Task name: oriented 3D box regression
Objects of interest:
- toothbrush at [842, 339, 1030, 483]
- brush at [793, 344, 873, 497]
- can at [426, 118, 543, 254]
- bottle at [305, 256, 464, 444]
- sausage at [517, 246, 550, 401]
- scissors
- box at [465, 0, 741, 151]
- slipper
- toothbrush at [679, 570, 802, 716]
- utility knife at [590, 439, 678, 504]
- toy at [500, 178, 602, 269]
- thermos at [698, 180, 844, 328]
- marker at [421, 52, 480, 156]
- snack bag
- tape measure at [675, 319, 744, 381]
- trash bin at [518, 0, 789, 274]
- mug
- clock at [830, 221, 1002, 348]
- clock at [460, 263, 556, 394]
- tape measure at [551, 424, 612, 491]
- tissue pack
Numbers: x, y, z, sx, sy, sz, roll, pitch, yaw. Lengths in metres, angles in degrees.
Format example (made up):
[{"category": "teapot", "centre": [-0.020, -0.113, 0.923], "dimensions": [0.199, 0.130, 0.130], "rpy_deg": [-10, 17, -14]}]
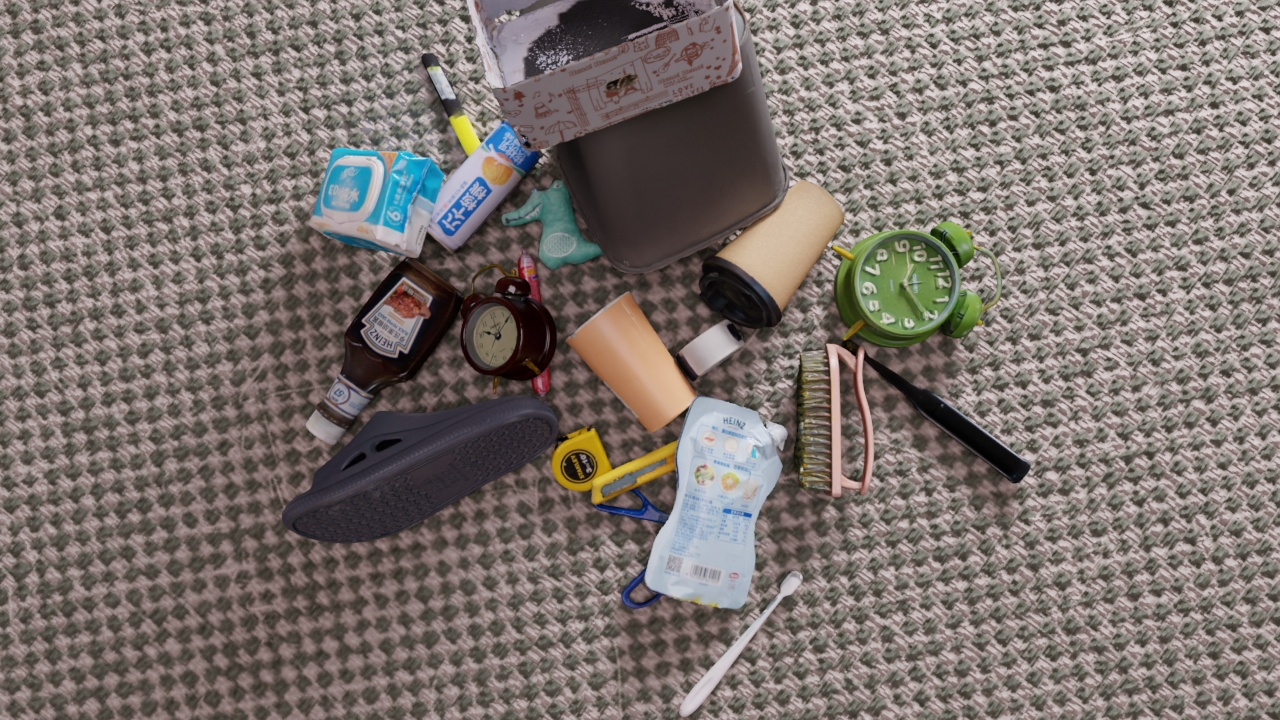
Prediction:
[{"category": "toothbrush", "centre": [0.285, 0.045, 0.894], "dimensions": [0.212, 0.027, 0.026], "rpy_deg": [37, 96, 5]}, {"category": "brush", "centre": [0.185, 0.057, 0.879], "dimensions": [0.073, 0.063, 0.145], "rpy_deg": [1, 85, 5]}, {"category": "can", "centre": [-0.159, -0.170, 0.904], "dimensions": [0.053, 0.053, 0.134], "rpy_deg": [41, 88, 3]}, {"category": "bottle", "centre": [-0.257, -0.006, 0.901], "dimensions": [0.080, 0.044, 0.195], "rpy_deg": [36, 89, 7]}, {"category": "sausage", "centre": [-0.105, -0.037, 0.912], "dimensions": [0.020, 0.020, 0.156], "rpy_deg": [-7, 86, 1]}, {"category": "scissors", "centre": [0.029, 0.170, 0.900], "dimensions": [0.176, 0.012, 0.162], "rpy_deg": [22, 86, 1]}, {"category": "box", "centre": [-0.047, -0.304, 0.662], "dimensions": [0.178, 0.106, 0.272], "rpy_deg": [-19, 80, 3]}, {"category": "slipper", "centre": [-0.210, 0.091, 0.877], "dimensions": [0.268, 0.111, 0.083], "rpy_deg": [-25, 56, -1]}, {"category": "toothbrush", "centre": [0.097, 0.275, 0.891], "dimensions": [0.016, 0.016, 0.180], "rpy_deg": [39, 90, 5]}, {"category": "utility knife", "centre": [0.020, 0.101, 0.891], "dimensions": [0.154, 0.015, 0.033], "rpy_deg": [-24, 117, -7]}, {"category": "toy", "centre": [-0.089, -0.134, 0.914], "dimensions": [0.096, 0.030, 0.092], "rpy_deg": [-15, 81, 8]}, {"category": "thermos", "centre": [0.127, -0.101, 0.880], "dimensions": [0.093, 0.093, 0.143], "rpy_deg": [40, 80, 3]}, {"category": "marker", "centre": [-0.192, -0.259, 0.931], "dimensions": [0.018, 0.015, 0.124], "rpy_deg": [-27, 83, -1]}, {"category": "snack bag", "centre": [0.074, 0.136, 0.874], "dimensions": [0.110, 0.039, 0.191], "rpy_deg": [15, 88, -10]}, {"category": "tape measure", "centre": [0.067, -0.010, 0.883], "dimensions": [0.066, 0.066, 0.033], "rpy_deg": [-36, 85, -1]}, {"category": "trash bin", "centre": [0.011, -0.227, 0.800], "dimensions": [0.198, 0.220, 0.199], "rpy_deg": [-27, 67, -1]}, {"category": "mug", "centre": [-0.005, 0.005, 0.882], "dimensions": [0.078, 0.078, 0.123], "rpy_deg": [-37, 91, -1]}, {"category": "clock", "centre": [0.267, -0.073, 0.887], "dimensions": [0.161, 0.056, 0.116], "rpy_deg": [-7, 87, 0]}, {"category": "clock", "centre": [-0.131, -0.034, 0.882], "dimensions": [0.082, 0.055, 0.122], "rpy_deg": [-24, 77, 28]}, {"category": "tape measure", "centre": [-0.059, 0.097, 0.896], "dimensions": [0.057, 0.029, 0.060], "rpy_deg": [-22, 106, 0]}, {"category": "tissue pack", "centre": [-0.253, -0.154, 0.876], "dimensions": [0.140, 0.063, 0.090], "rpy_deg": [14, 86, 38]}]
